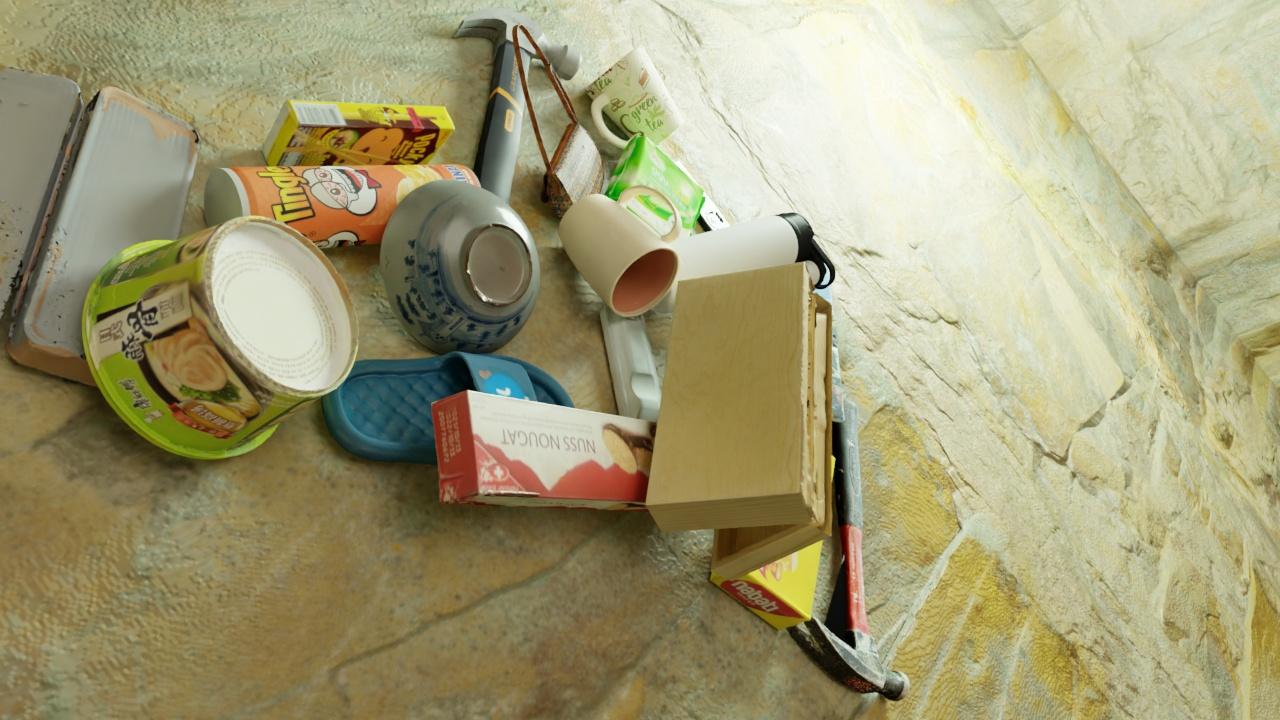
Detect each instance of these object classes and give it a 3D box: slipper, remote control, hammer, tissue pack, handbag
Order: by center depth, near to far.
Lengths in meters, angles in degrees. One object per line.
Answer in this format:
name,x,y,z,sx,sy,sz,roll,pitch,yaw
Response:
slipper,-0.137,0.032,0.708,0.213,0.059,0.103,6,57,-38
remote control,-0.005,0.005,0.873,0.050,0.022,0.133,10,56,-38
handbag,-0.090,-0.226,0.874,0.196,0.043,0.093,67,31,-44
hammer,-0.131,-0.237,0.917,0.139,0.035,0.311,22,50,-28
hammer,0.210,0.172,0.948,0.140,0.037,0.325,30,46,-26
tissue pack,0.016,-0.173,0.986,0.114,0.034,0.099,37,58,-30
remote control,0.072,-0.181,1.080,0.124,0.010,0.039,54,41,1

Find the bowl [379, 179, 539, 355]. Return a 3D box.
bowl,-0.130,-0.075,0.743,0.150,0.057,0.150,-1,91,-46

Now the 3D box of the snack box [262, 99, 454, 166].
snack box,-0.233,-0.187,0.767,0.148,0.061,0.025,-14,73,-46

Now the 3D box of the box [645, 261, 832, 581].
box,0.100,0.043,0.796,0.148,0.141,0.248,49,37,-39

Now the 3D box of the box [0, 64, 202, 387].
box,-0.379,-0.093,0.588,0.157,0.063,0.216,11,56,-24

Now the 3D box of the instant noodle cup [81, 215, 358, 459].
instant noodle cup,-0.253,-0.019,0.573,0.146,0.098,0.146,45,35,-43

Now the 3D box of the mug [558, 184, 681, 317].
mug,-0.015,-0.115,0.874,0.104,0.111,0.085,47,5,28

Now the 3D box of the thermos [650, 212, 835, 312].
thermos,0.105,-0.096,0.977,0.229,0.069,0.101,-21,77,-36

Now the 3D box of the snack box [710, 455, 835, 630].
snack box,0.133,0.149,0.885,0.092,0.042,0.200,39,43,-17

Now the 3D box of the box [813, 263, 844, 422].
box,0.174,-0.030,1.027,0.091,0.066,0.242,25,49,-28

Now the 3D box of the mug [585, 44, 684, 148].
mug,-0.011,-0.281,1.030,0.097,0.081,0.121,51,46,-13

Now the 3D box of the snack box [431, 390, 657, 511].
snack box,-0.044,0.078,0.715,0.272,0.044,0.076,16,60,-53

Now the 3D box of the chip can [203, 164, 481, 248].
chip can,-0.227,-0.123,0.728,0.209,0.062,0.062,-14,73,-46
